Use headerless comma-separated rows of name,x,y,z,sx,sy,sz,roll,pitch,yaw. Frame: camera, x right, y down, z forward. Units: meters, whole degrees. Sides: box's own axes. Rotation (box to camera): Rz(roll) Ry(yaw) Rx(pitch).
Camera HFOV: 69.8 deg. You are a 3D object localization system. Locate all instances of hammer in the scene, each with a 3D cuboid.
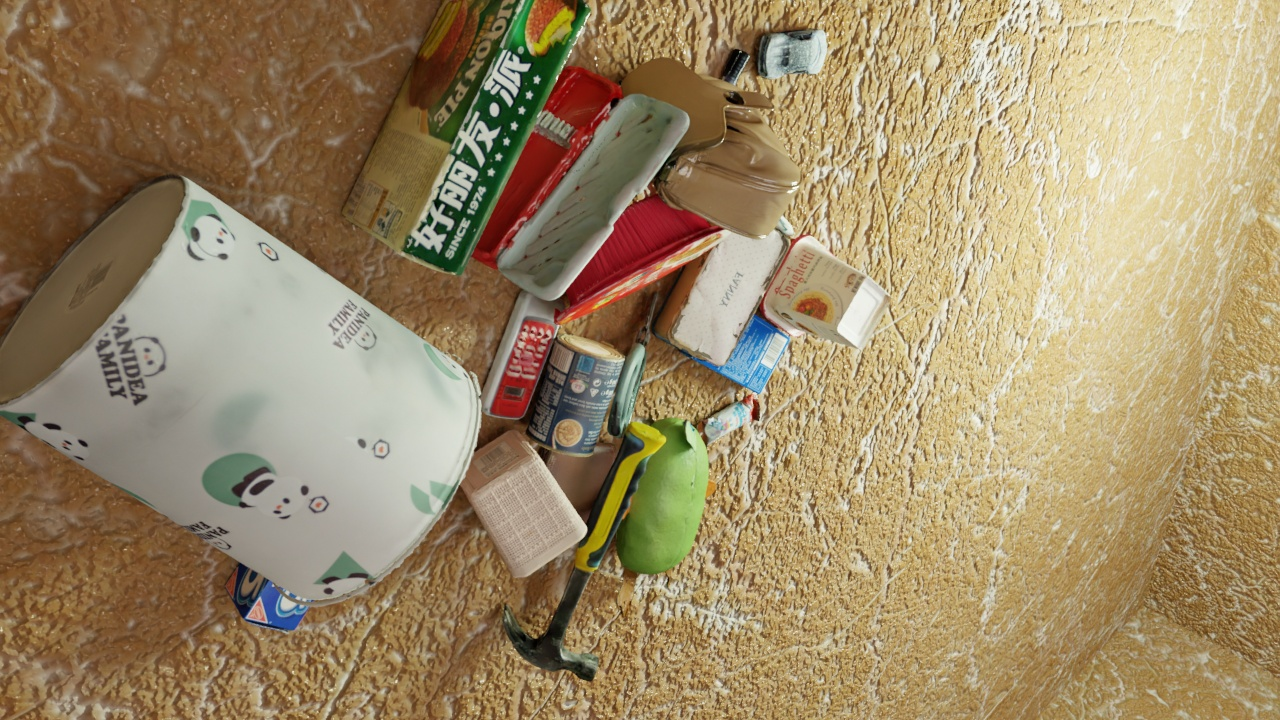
hammer,-0.057,0.211,1.016,0.126,0.031,0.324,20,109,-8

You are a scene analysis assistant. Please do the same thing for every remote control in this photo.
remote control,-0.119,-0.005,0.926,0.055,0.020,0.136,14,102,-45

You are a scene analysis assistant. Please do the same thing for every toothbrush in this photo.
toothbrush,0.133,-0.188,1.061,0.191,0.018,0.016,31,89,-47

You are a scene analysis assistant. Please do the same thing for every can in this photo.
can,-0.067,0.035,0.955,0.075,0.075,0.111,7,106,-45

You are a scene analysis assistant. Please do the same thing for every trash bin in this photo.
trash bin,-0.283,0.020,0.654,0.229,0.230,0.252,-52,130,-8

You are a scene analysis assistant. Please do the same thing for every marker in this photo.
marker,0.077,-0.268,0.967,0.022,0.018,0.130,29,91,-38

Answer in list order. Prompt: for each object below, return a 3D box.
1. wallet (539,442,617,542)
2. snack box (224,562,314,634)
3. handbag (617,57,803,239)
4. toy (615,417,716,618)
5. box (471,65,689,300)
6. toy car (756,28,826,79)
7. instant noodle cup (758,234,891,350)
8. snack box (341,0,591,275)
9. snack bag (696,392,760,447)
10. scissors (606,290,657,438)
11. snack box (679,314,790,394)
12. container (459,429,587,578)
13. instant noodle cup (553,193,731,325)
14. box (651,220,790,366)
wallet,-0.082,0.148,1.037,0.101,0.032,0.125,7,106,-42
snack box,-0.286,0.139,0.822,0.057,0.058,0.207,35,86,-47
handbag,0.064,-0.206,0.853,0.147,0.204,0.100,8,128,-27
toy,0.024,0.178,1.108,0.226,0.090,0.247,-6,112,-54
box,-0.066,-0.156,0.795,0.201,0.158,0.038,-54,150,-6
toy car,0.169,-0.336,1.005,0.105,0.031,0.049,-20,125,-35
instant noodle cup,0.229,-0.078,1.131,0.116,0.124,0.116,28,91,-47
snack box,-0.143,-0.197,0.732,0.063,0.114,0.240,24,94,-46
snack bag,0.112,0.077,1.180,0.105,0.026,0.045,-25,130,-28
scissors,-0.006,0.002,0.996,0.139,0.019,0.180,-18,124,-81
snack box,0.119,-0.020,1.133,0.157,0.026,0.084,26,93,-47
container,-0.126,0.142,0.936,0.090,0.090,0.111,-33,120,-13
instant noodle cup,-0.010,-0.105,0.886,0.193,0.194,0.066,-27,90,-30
box,0.087,-0.077,1.031,0.089,0.059,0.184,29,94,-22
